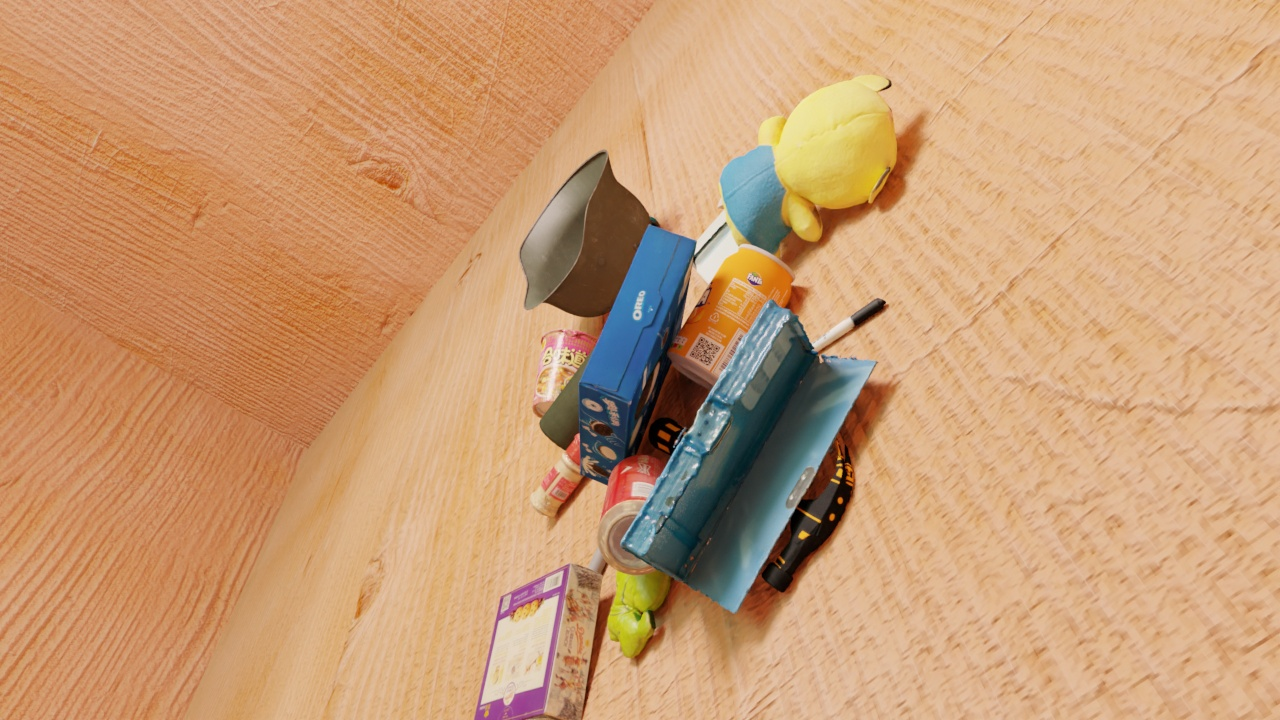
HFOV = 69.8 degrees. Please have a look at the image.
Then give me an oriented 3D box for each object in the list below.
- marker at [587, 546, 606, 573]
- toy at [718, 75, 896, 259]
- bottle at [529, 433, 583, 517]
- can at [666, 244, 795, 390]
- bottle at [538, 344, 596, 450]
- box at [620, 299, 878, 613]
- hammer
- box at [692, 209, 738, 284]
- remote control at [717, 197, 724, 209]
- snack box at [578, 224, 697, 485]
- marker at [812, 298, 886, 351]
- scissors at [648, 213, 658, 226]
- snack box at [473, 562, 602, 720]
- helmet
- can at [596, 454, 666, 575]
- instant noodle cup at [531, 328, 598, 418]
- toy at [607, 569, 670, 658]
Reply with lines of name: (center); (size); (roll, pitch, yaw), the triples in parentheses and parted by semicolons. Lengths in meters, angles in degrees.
marker: (-0.035, 0.192, 0.960); (0.016, 0.016, 0.140); (-13, 46, 61)
toy: (0.171, -0.198, 0.957); (0.215, 0.083, 0.149); (-29, 71, 38)
bottle: (-0.092, 0.141, 1.126); (0.109, 0.044, 0.044); (-52, 21, 10)
can: (0.094, -0.042, 0.941); (0.142, 0.079, 0.079); (-58, 20, -6)
bottle: (-0.042, 0.021, 1.159); (0.207, 0.071, 0.071); (-53, 20, 6)
box: (0.095, 0.079, 0.725); (0.102, 0.094, 0.231); (24, 77, 36)
hammer: (0.082, 0.097, 0.827); (0.123, 0.036, 0.321); (-56, 23, -4)
box: (0.136, -0.178, 1.100); (0.197, 0.049, 0.136); (-49, 29, 13)
remote control: (0.147, -0.232, 1.209); (0.131, 0.012, 0.033); (-19, 44, 58)
snack box: (-0.006, 0.006, 0.968); (0.239, 0.056, 0.195); (97, -167, -62)
marker: (0.165, -0.015, 0.842); (0.153, 0.011, 0.011); (-39, 26, 38)
scissors: (0.002, -0.220, 1.506); (0.154, 0.019, 0.127); (-28, 32, 54)
snack box: (-0.103, 0.289, 0.902); (0.144, 0.040, 0.147); (-34, 37, 44)
helmet: (-0.070, -0.161, 1.380); (0.228, 0.154, 0.267); (-21, 39, 55)
can: (-0.001, 0.137, 0.847); (0.067, 0.067, 0.170); (-52, 5, 9)
instant noodle cup: (-0.103, 0.028, 1.267); (0.098, 0.097, 0.108); (-29, 41, 50)
toy: (-0.003, 0.215, 0.830); (0.093, 0.036, 0.094); (-59, 27, 0)
